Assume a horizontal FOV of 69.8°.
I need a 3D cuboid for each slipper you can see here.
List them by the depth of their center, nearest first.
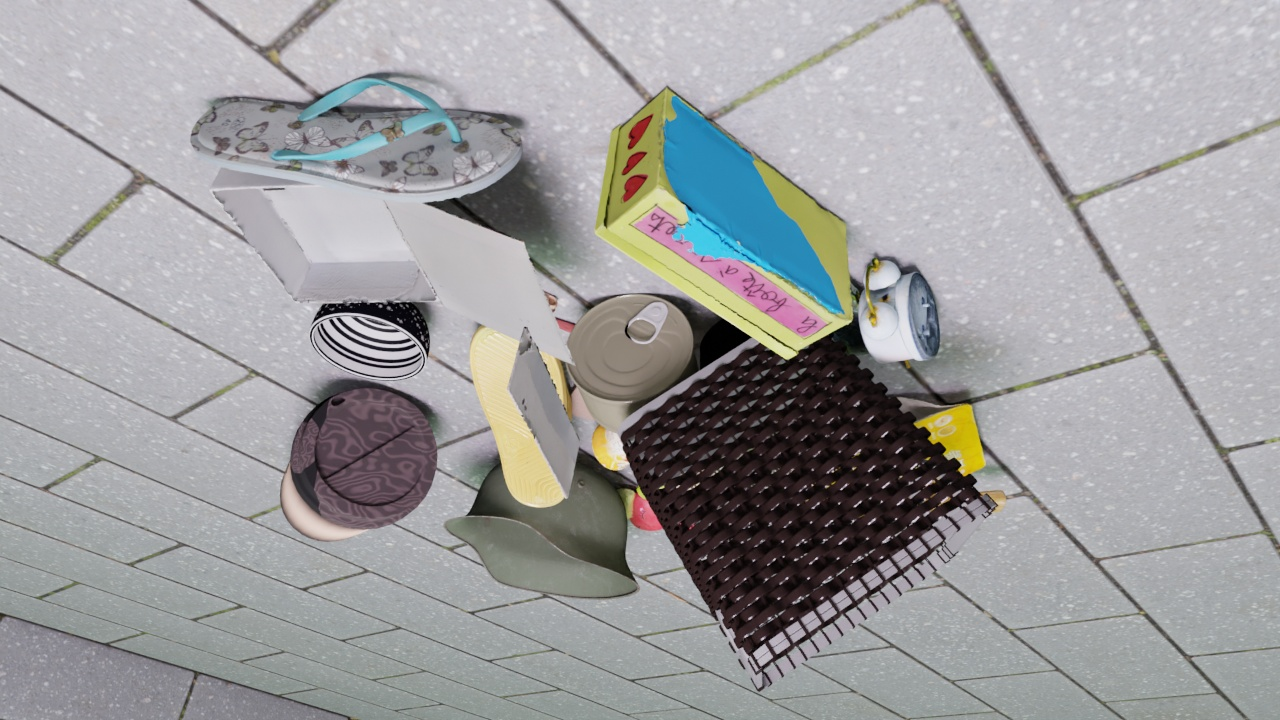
[{"bbox_3d":[-0.230,-0.177,0.720,0.269,0.098,0.055,5,147,5],"label":"slipper"},{"bbox_3d":[-0.126,0.054,1.058,0.099,0.078,0.264,-1,125,7],"label":"slipper"}]

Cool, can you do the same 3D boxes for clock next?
[{"bbox_3d":[0.236,-0.045,0.851,0.057,0.083,0.117,-11,144,35],"label":"clock"}]

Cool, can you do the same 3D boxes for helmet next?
[{"bbox_3d":[-0.122,0.207,1.218,0.267,0.153,0.228,22,151,-25],"label":"helmet"}]

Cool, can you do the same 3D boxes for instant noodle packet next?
[{"bbox_3d":[0.287,0.111,1.088,0.222,0.084,0.163,-14,141,19],"label":"instant noodle packet"}]

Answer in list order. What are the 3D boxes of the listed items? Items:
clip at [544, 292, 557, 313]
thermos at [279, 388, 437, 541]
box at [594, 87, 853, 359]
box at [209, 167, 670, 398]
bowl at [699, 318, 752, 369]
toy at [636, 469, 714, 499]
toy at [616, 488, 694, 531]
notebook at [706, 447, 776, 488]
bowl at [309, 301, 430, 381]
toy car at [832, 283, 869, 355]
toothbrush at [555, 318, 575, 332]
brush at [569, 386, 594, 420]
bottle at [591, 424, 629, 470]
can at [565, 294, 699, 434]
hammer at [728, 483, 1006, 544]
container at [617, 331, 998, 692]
[{"bbox_3d":[-0.118,-0.056,0.945,0.061,0.025,0.045,16,145,-21],"label":"clip"},{"bbox_3d":[-0.373,0.147,1.173,0.172,0.172,0.227,23,149,-22],"label":"thermos"},{"bbox_3d":[0.072,-0.108,0.751,0.221,0.124,0.079,27,139,-30],"label":"box"},{"bbox_3d":[-0.163,-0.093,0.796,0.419,0.108,0.166,12,149,20],"label":"box"},{"bbox_3d":[0.098,-0.013,0.928,0.124,0.052,0.124,-28,155,-15],"label":"bowl"},{"bbox_3d":[0.053,0.159,1.198,0.092,0.043,0.118,22,142,-17],"label":"toy"},{"bbox_3d":[0.015,0.215,1.304,0.135,0.045,0.092,15,148,-1],"label":"toy"},{"bbox_3d":[0.082,0.132,1.201,0.153,0.012,0.208,-22,136,37],"label":"notebook"},{"bbox_3d":[-0.277,-0.038,0.960,0.120,0.066,0.120,5,146,3],"label":"bowl"},{"bbox_3d":[0.204,-0.043,0.901,0.048,0.033,0.105,-18,137,29],"label":"toy car"},{"bbox_3d":[-0.075,-0.031,0.981,0.189,0.016,0.016,20,142,-19],"label":"toothbrush"},{"bbox_3d":[-0.045,0.025,1.066,0.050,0.015,0.136,18,139,-18],"label":"brush"},{"bbox_3d":[-0.008,0.092,1.111,0.063,0.063,0.109,31,139,-32],"label":"bottle"},{"bbox_3d":[-0.005,0.005,0.925,0.128,0.127,0.073,-1,147,11],"label":"can"},{"bbox_3d":[0.267,0.174,1.087,0.330,0.033,0.132,-3,141,-4],"label":"hammer"},{"bbox_3d":[0.144,0.137,0.893,0.245,0.243,0.247,-32,156,-7],"label":"container"}]
